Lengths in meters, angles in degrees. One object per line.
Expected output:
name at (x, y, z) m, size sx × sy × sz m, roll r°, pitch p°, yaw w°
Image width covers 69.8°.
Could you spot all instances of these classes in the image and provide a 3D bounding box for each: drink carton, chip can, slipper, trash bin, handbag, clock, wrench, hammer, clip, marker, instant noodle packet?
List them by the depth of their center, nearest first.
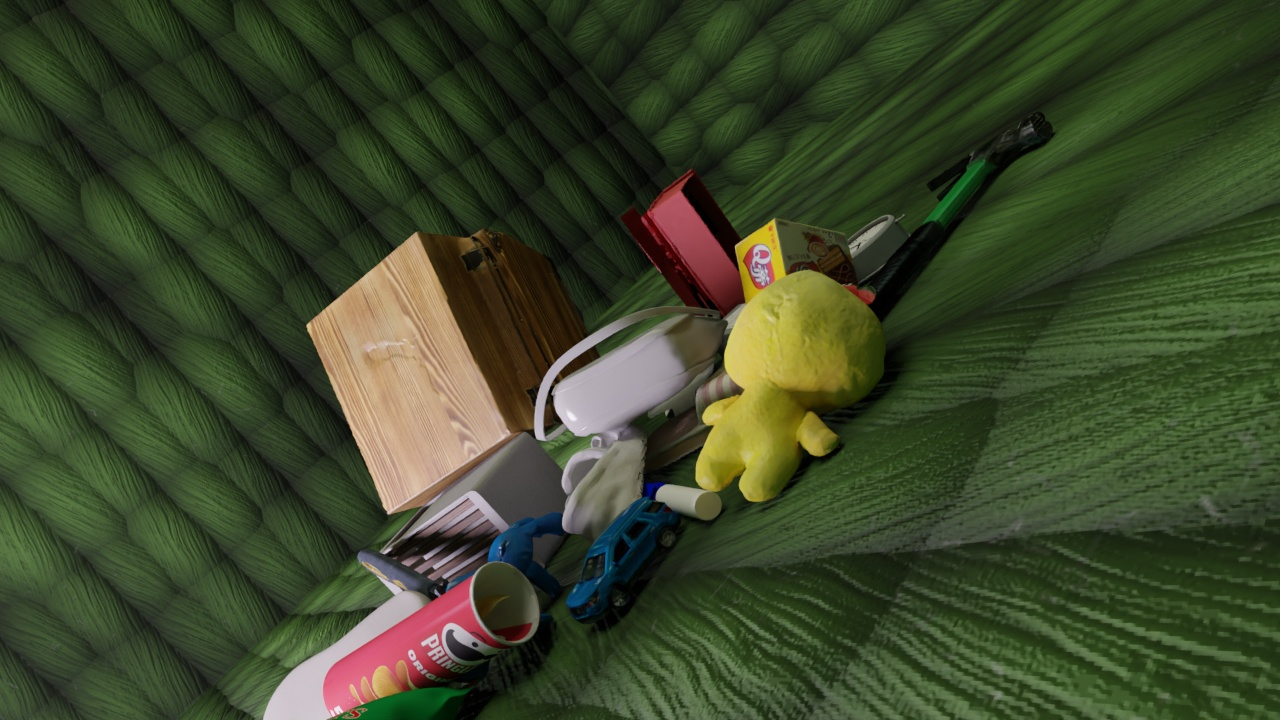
instant noodle packet at (-0.255, 0.335, 0.703) m, size 0.196 × 0.090 × 0.252 m, roll -36°, pitch -7°, yaw 30°
marker at (0.032, 0.117, 0.776) m, size 0.023 × 0.027 × 0.133 m, roll -70°, pitch 14°, yaw -10°
chip can at (-0.184, 0.249, 0.787) m, size 0.221 × 0.069 × 0.069 m, roll -36°, pitch 9°, yaw 29°
hammer at (0.286, -0.129, 0.903) m, size 0.317 × 0.032 × 0.130 m, roll -46°, pitch 10°, yaw -29°
slipper at (-0.039, 0.118, 0.906) m, size 0.112 × 0.074 × 0.246 m, roll -52°, pitch 6°, yaw 10°
slipper at (0.086, 0.028, 0.924) m, size 0.264 × 0.052 × 0.114 m, roll -37°, pitch 10°, yaw 31°
slipper at (-0.279, 0.333, 0.942) m, size 0.266 × 0.080 × 0.113 m, roll -43°, pitch 51°, yaw 17°
wrench at (-0.228, 0.237, 0.959) m, size 0.274 × 0.073 × 0.022 m, roll 6°, pitch 44°, yaw 49°
handbag at (-0.006, 0.006, 1.003) m, size 0.216 × 0.095 × 0.222 m, roll -30°, pitch 0°, yaw 17°
clock at (0.239, -0.112, 1.008) m, size 0.123 × 0.035 × 0.094 m, roll -40°, pitch 7°, yaw 5°
clip at (0.058, 0.052, 1.032) m, size 0.102 × 0.052 × 0.057 m, roll -39°, pitch -21°, yaw 24°
drink carton at (0.127, -0.032, 1.065) m, size 0.076 × 0.048 × 0.125 m, roll -42°, pitch 8°, yaw -8°
trash bin at (-0.189, 0.202, 1.065) m, size 0.230 × 0.114 × 0.114 m, roll -36°, pitch 9°, yaw 36°

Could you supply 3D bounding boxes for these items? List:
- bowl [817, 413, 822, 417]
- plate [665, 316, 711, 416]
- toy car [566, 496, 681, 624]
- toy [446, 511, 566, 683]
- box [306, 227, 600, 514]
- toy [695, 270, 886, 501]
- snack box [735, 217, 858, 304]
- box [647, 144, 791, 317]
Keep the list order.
bowl at (0.125, 0.035, 0.784) m, size 0.101 × 0.026 × 0.114 m, roll -43°, pitch 8°, yaw -15°
plate at (0.055, 0.005, 1.136) m, size 0.134 × 0.011 × 0.134 m, roll 34°, pitch -99°, yaw -89°
toy car at (-0.016, 0.157, 0.731) m, size 0.056 × 0.043 × 0.119 m, roll -32°, pitch 13°, yaw 51°
toy at (-0.112, 0.203, 0.839) m, size 0.113 × 0.071 × 0.175 m, roll -13°, pitch 39°, yaw 29°
box at (-0.189, -0.003, 1.230) m, size 0.287 × 0.279 × 0.333 m, roll -33°, pitch -15°, yaw 28°
toy at (0.112, 0.013, 0.704) m, size 0.134 × 0.092 × 0.207 m, roll 12°, pitch 72°, yaw 40°
snack box at (0.158, -0.086, 0.919) m, size 0.105 × 0.083 × 0.061 m, roll 4°, pitch -23°, yaw -35°
box at (0.131, -0.160, 1.194) m, size 0.153 × 0.213 × 0.164 m, roll -31°, pitch 12°, yaw 24°
